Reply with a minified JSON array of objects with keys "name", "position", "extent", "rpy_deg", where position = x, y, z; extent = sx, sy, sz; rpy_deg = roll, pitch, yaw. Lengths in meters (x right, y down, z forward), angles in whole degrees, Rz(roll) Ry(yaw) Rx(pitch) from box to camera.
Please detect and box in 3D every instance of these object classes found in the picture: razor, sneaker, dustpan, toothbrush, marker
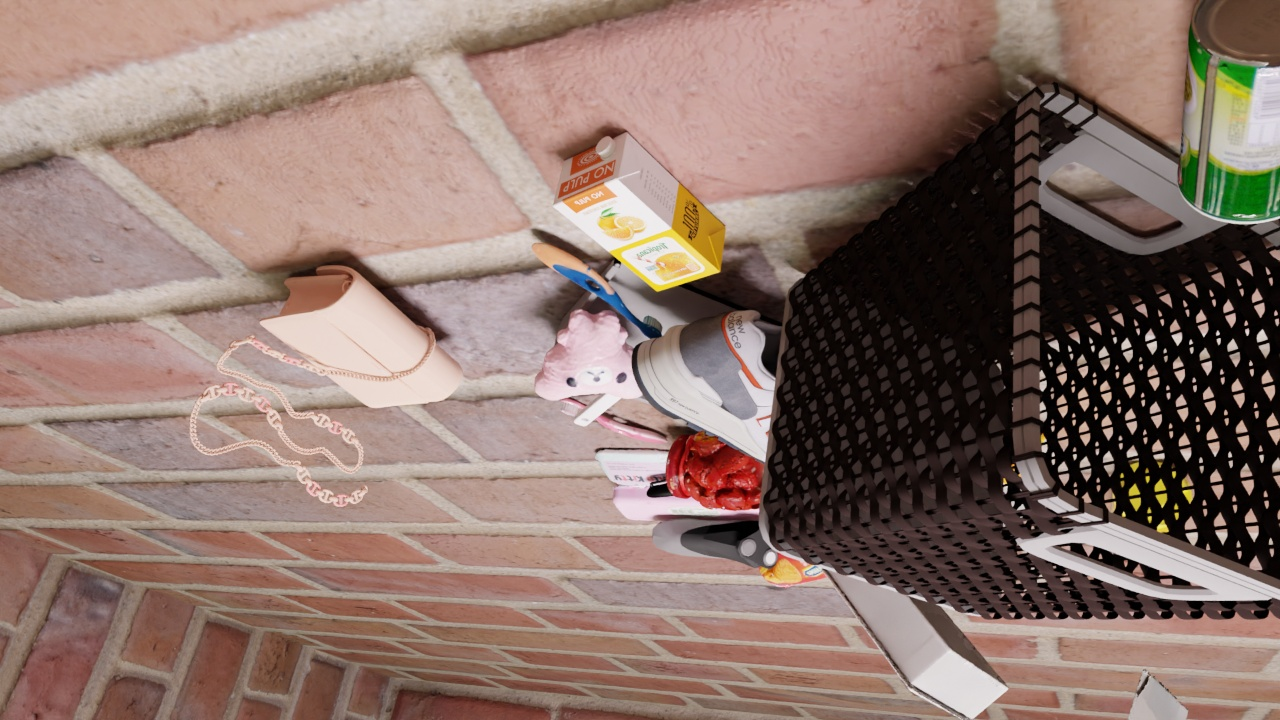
[{"name":"razor","position":[0.088,0.218,1.117],"extent":[0.156,0.057,0.060],"rpy_deg":[1,-179,32]},{"name":"sneaker","position":[0.119,0.020,0.756],"extent":[0.239,0.088,0.125],"rpy_deg":[20,144,-34]},{"name":"dustpan","position":[-0.005,0.005,0.850],"extent":[0.163,0.033,0.258],"rpy_deg":[20,150,-19]},{"name":"toothbrush","position":[-0.032,-0.057,0.737],"extent":[0.135,0.017,0.022],"rpy_deg":[35,133,-24]},{"name":"marker","position":[0.065,0.139,1.051],"extent":[0.139,0.016,0.022],"rpy_deg":[-16,104,29]},{"name":"toothbrush","position":[-0.028,0.070,0.995],"extent":[0.135,0.016,0.022],"rpy_deg":[23,158,-23]}]

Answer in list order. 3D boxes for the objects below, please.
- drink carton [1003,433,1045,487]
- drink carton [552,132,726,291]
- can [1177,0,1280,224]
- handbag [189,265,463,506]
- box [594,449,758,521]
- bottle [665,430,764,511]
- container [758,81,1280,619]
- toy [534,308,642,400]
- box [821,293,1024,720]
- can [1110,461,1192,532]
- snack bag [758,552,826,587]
[{"name":"drink carton","position":[0.312,0.079,0.857],"extent":[0.122,0.058,0.041],"rpy_deg":[9,152,1]},{"name":"drink carton","position":[0.000,-0.102,0.642],"extent":[0.059,0.040,0.122],"rpy_deg":[-14,144,38]},{"name":"can","position":[0.311,-0.130,0.462],"extent":[0.067,0.067,0.121],"rpy_deg":[-5,148,25]},{"name":"handbag","position":[-0.259,0.035,0.825],"extent":[0.117,0.186,0.199],"rpy_deg":[-1,147,34]},{"name":"box","position":[0.057,0.155,1.103],"extent":[0.201,0.041,0.154],"rpy_deg":[-1,149,18]},{"name":"bottle","position":[0.088,0.111,0.968],"extent":[0.111,0.098,0.099],"rpy_deg":[4,153,32]},{"name":"container","position":[0.245,0.027,0.594],"extent":[0.247,0.245,0.244],"rpy_deg":[21,154,-20]},{"name":"toy","position":[-0.041,-0.004,0.779],"extent":[0.099,0.052,0.096],"rpy_deg":[0,132,-6]},{"name":"box","position":[0.337,0.154,1.025],"extent":[0.165,0.445,0.167],"rpy_deg":[-1,152,42]},{"name":"can","position":[0.508,0.150,0.917],"extent":[0.068,0.067,0.105],"rpy_deg":[-3,150,23]},{"name":"snack bag","position":[0.221,0.247,1.188],"extent":[0.082,0.082,0.177],"rpy_deg":[22,151,-21]}]
